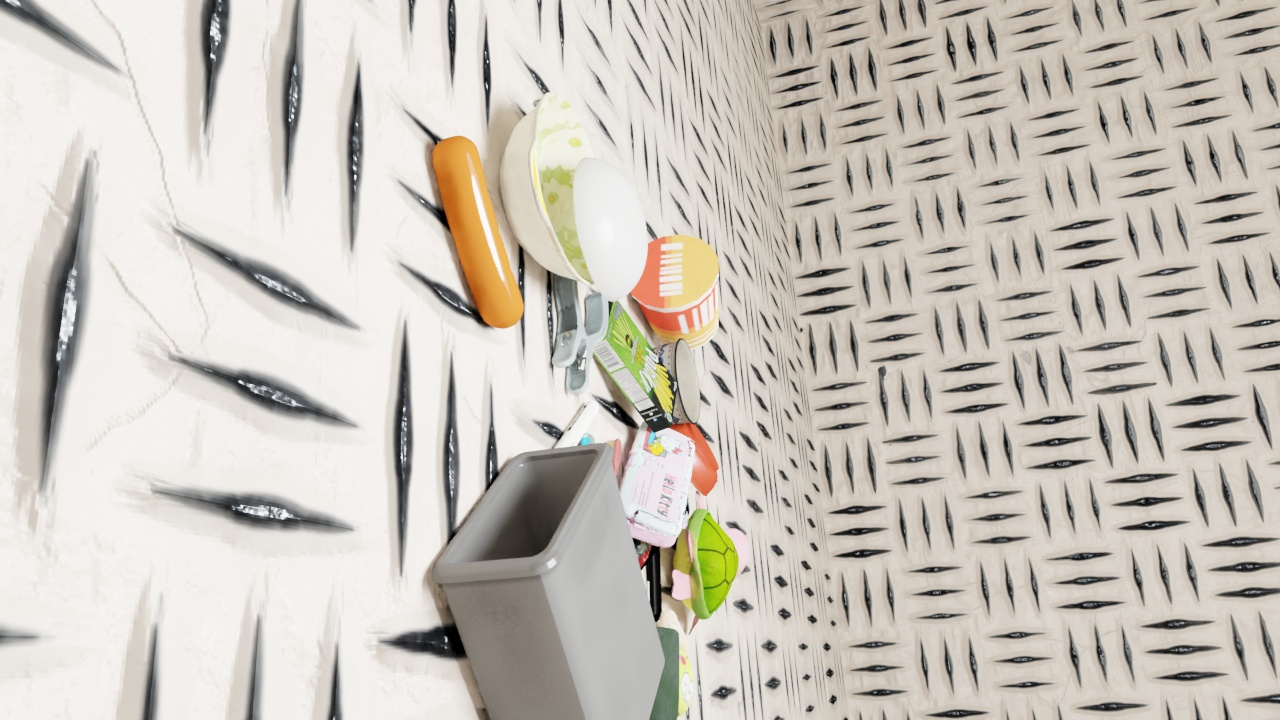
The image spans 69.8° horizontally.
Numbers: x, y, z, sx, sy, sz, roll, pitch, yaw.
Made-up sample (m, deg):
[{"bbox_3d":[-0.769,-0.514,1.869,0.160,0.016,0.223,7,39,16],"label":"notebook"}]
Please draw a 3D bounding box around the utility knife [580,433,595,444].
[{"bbox_3d":[-0.059,0.135,0.927,0.031,0.015,0.158,57,29,-44],"label":"utility knife"}]

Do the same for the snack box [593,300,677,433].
[{"bbox_3d":[-0.006,0.006,1.092,0.147,0.025,0.080,54,28,-29],"label":"snack box"}]

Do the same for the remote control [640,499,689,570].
[{"bbox_3d":[0.022,0.206,1.106,0.151,0.020,0.041,-38,120,-55],"label":"remote control"}]

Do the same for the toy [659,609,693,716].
[{"bbox_3d":[0.036,0.349,1.066,0.092,0.046,0.115,63,22,-50],"label":"toy"}]

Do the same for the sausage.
[{"bbox_3d":[-0.135,-0.103,0.762,0.044,0.039,0.164,-58,136,-66],"label":"sausage"}]

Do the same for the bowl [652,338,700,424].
[{"bbox_3d":[0.036,0.032,1.220,0.115,0.059,0.115,-9,90,-73],"label":"bowl"}]

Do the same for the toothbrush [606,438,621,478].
[{"bbox_3d":[-0.038,0.165,0.987,0.015,0.016,0.184,61,28,-49],"label":"toothbrush"}]

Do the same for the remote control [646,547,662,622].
[{"bbox_3d":[0.017,0.253,1.116,0.028,0.012,0.124,50,34,-60],"label":"remote control"}]

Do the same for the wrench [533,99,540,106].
[{"bbox_3d":[-0.067,-0.202,1.094,0.273,0.010,0.070,56,29,-54],"label":"wrench"}]

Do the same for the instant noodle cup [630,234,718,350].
[{"bbox_3d":[0.053,-0.085,1.259,0.121,0.123,0.123,70,18,-54],"label":"instant noodle cup"}]

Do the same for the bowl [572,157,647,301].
[{"bbox_3d":[-0.022,-0.137,0.938,0.149,0.043,0.149,-8,90,-73],"label":"bowl"}]

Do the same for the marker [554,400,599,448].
[{"bbox_3d":[-0.064,0.071,0.935,0.133,0.020,0.017,-58,134,-66],"label":"marker"}]

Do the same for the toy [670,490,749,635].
[{"bbox_3d":[0.087,0.267,1.210,0.238,0.088,0.190,29,60,-69],"label":"toy"}]

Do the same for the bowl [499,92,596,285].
[{"bbox_3d":[-0.089,-0.164,0.912,0.219,0.060,0.188,-24,104,-72],"label":"bowl"}]

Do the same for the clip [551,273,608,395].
[{"bbox_3d":[-0.057,-0.026,1.000,0.143,0.029,0.171,55,31,-52],"label":"clip"}]

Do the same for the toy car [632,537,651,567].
[{"bbox_3d":[-0.004,0.197,1.028,0.091,0.042,0.036,-67,152,-59],"label":"toy car"}]

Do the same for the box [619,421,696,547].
[{"bbox_3d":[0.021,0.137,1.058,0.201,0.086,0.045,-71,-178,-64],"label":"box"}]

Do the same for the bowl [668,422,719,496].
[{"bbox_3d":[0.073,0.125,1.257,0.122,0.035,0.122,56,8,-13],"label":"bowl"}]

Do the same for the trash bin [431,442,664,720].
[{"bbox_3d":[-0.061,0.208,0.739,0.191,0.098,0.220,-60,139,-65],"label":"trash bin"}]

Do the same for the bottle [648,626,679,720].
[{"bbox_3d":[0.015,0.374,0.970,0.055,0.055,0.174,52,34,-58],"label":"bottle"}]
